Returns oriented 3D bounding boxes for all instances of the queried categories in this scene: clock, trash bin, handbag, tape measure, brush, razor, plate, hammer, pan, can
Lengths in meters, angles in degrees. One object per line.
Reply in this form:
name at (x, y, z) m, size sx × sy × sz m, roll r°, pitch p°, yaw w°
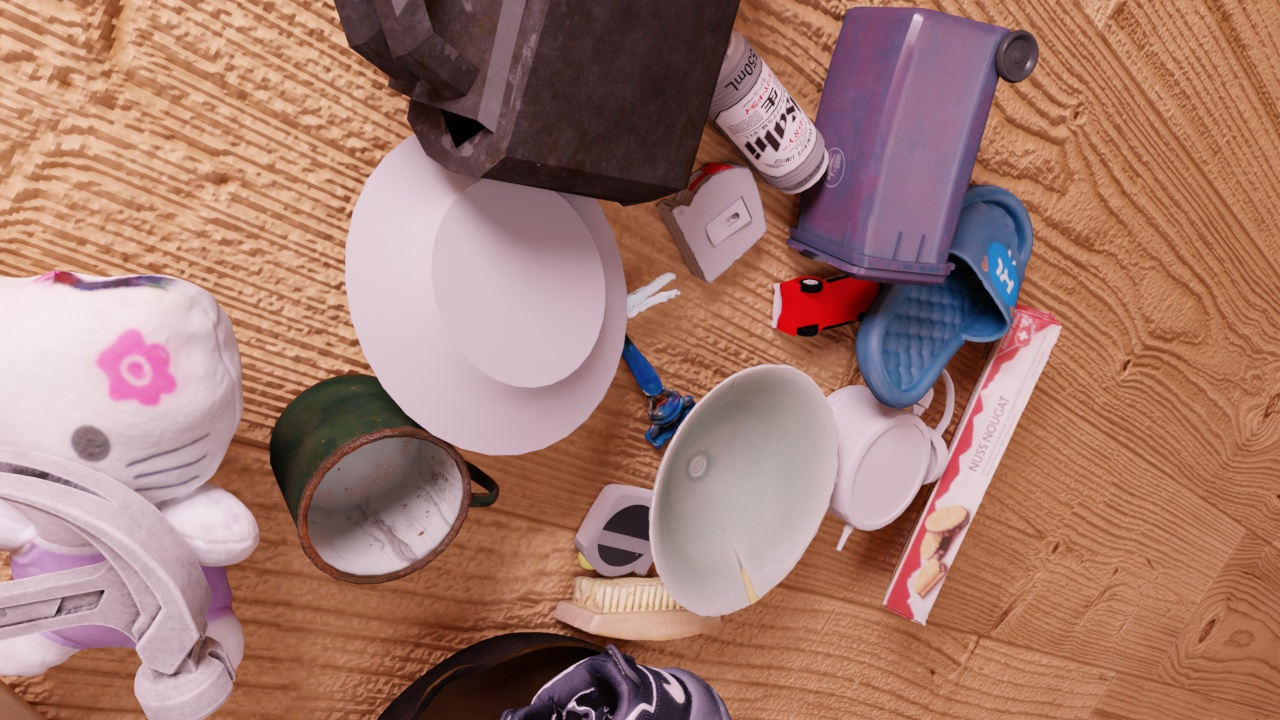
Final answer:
clock at (0.186, 0.064, 0.715) m, size 0.159 × 0.061 × 0.120 m, roll -39°, pitch 127°, yaw -18°
trash bin at (0.163, -0.132, 0.580) m, size 0.092 × 0.094 × 0.161 m, roll 2°, pitch 109°, yaw -25°
handbag at (-0.051, -0.178, 0.405) m, size 0.199 × 0.102 × 0.197 m, roll -3°, pitch 114°, yaw -51°
tape measure at (0.047, -0.088, 0.569) m, size 0.062 × 0.020 × 0.060 m, roll -41°, pitch 128°, yaw -11°
tape measure at (-0.011, 0.118, 0.633) m, size 0.065 × 0.017 × 0.064 m, roll 22°, pitch 99°, yaw -39°
brush at (0.000, 0.173, 0.648) m, size 0.117 × 0.049 × 0.039 m, roll 12°, pitch 82°, yaw -36°
razor at (-0.003, 0.003, 0.581) m, size 0.044 × 0.018 × 0.141 m, roll -42°, pitch 129°, yaw -9°
plate at (-0.064, -0.039, 0.466) m, size 0.172 × 0.019 × 0.172 m, roll 7°, pitch 80°, yaw -43°
hammer at (-0.332, 0.112, 0.342) m, size 0.315 × 0.036 × 0.126 m, roll -11°, pitch 119°, yaw -7°
pan at (-0.151, 0.311, 0.594) m, size 0.355 × 0.043 × 0.249 m, roll -32°, pitch 127°, yaw -25°
can at (0.068, -0.145, 0.541) m, size 0.106 × 0.044 × 0.044 m, roll 37°, pitch 89°, yaw -40°

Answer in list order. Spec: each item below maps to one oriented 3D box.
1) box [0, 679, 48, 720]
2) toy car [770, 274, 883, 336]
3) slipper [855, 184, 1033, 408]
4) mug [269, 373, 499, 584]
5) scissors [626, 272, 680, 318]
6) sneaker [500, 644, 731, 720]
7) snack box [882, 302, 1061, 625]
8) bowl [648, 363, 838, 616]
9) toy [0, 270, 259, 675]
box at (-0.375, 0.283, 0.438) m, size 0.256 × 0.076 × 0.247 m, roll -27°, pitch 128°, yaw -13°
toy car at (0.135, -0.043, 0.647) m, size 0.089 × 0.025 × 0.038 m, roll -14°, pitch 118°, yaw -30°
slipper at (0.229, -0.052, 0.665) m, size 0.213 × 0.059 × 0.104 m, roll -44°, pitch 115°, yaw -26°
mug at (-0.131, 0.059, 0.481) m, size 0.110 × 0.081 × 0.085 m, roll 7°, pitch 108°, yaw -36°
scissors at (-0.031, -0.015, 0.544) m, size 0.134 × 0.016 × 0.073 m, roll -25°, pitch 123°, yaw -10°
sneaker at (-0.059, 0.280, 0.567) m, size 0.252 × 0.097 × 0.151 m, roll -48°, pitch 127°, yaw -14°
snack box at (0.272, 0.085, 0.767) m, size 0.076 × 0.044 × 0.273 m, roll -23°, pitch 133°, yaw -68°
bowl at (0.052, 0.080, 0.620) m, size 0.173 × 0.068 × 0.174 m, roll -14°, pitch 114°, yaw -36°
toy at (-0.230, 0.052, 0.401) m, size 0.137 × 0.085 × 0.210 m, roll 8°, pitch 119°, yaw -2°
